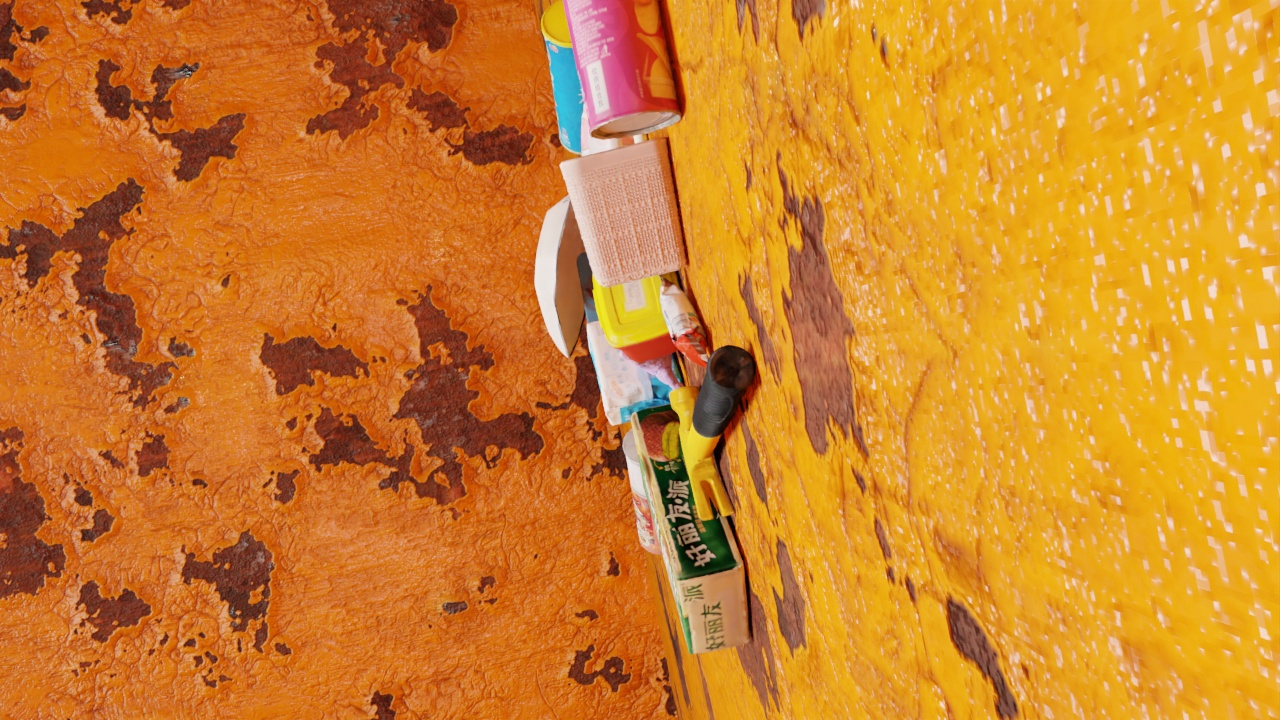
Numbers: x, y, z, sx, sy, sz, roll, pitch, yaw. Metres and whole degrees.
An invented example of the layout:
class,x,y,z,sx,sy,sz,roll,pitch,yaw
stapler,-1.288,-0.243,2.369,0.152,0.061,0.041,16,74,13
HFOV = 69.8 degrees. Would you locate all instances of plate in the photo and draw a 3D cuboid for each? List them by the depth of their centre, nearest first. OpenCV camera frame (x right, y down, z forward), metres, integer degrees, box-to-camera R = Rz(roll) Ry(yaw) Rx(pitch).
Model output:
class,x,y,z,sx,sy,sz,roll,pitch,yaw
plate,-0.098,-0.108,1.173,0.266,0.034,0.161,85,-165,-70

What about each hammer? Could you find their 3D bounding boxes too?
class,x,y,z,sx,sy,sz,roll,pitch,yaw
hammer,0.055,0.048,0.724,0.301,0.033,0.128,92,165,-73

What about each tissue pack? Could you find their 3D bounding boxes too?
class,x,y,z,sx,sy,sz,roll,pitch,yaw
tissue pack,-0.006,0.006,1.029,0.063,0.090,0.140,85,172,-48

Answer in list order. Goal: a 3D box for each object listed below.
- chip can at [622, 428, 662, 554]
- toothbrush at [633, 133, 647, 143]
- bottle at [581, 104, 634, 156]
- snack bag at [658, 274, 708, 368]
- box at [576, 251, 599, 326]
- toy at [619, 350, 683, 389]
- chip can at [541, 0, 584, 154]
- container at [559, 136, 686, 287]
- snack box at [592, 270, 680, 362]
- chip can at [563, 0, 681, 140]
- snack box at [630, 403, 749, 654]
class,x,y,z,sx,sy,sz,roll,pitch,yaw
chip can,0.023,0.177,1.236,0.215,0.071,0.071,82,175,-47
toothbrush,-0.008,-0.243,0.876,0.020,0.029,0.189,-18,-83,-52
bottle,-0.028,-0.204,0.954,0.068,0.068,0.197,-111,14,-66
snack bag,0.037,-0.032,0.781,0.048,0.026,0.104,57,-170,-36
box,-0.024,-0.048,1.126,0.061,0.090,0.184,89,168,-69
toy,0.012,-0.019,0.967,0.084,0.039,0.107,35,-152,-25
chip can,-0.078,-0.348,1.150,0.210,0.071,0.071,88,169,-66
container,-0.013,-0.128,0.800,0.090,0.090,0.111,-122,18,-78
snack box,0.004,-0.049,0.883,0.080,0.082,0.091,55,-160,-64
chip can,-0.024,-0.272,0.664,0.071,0.071,0.210,-155,53,-85
snack box,0.047,0.158,0.911,0.239,0.063,0.115,-108,7,-52
